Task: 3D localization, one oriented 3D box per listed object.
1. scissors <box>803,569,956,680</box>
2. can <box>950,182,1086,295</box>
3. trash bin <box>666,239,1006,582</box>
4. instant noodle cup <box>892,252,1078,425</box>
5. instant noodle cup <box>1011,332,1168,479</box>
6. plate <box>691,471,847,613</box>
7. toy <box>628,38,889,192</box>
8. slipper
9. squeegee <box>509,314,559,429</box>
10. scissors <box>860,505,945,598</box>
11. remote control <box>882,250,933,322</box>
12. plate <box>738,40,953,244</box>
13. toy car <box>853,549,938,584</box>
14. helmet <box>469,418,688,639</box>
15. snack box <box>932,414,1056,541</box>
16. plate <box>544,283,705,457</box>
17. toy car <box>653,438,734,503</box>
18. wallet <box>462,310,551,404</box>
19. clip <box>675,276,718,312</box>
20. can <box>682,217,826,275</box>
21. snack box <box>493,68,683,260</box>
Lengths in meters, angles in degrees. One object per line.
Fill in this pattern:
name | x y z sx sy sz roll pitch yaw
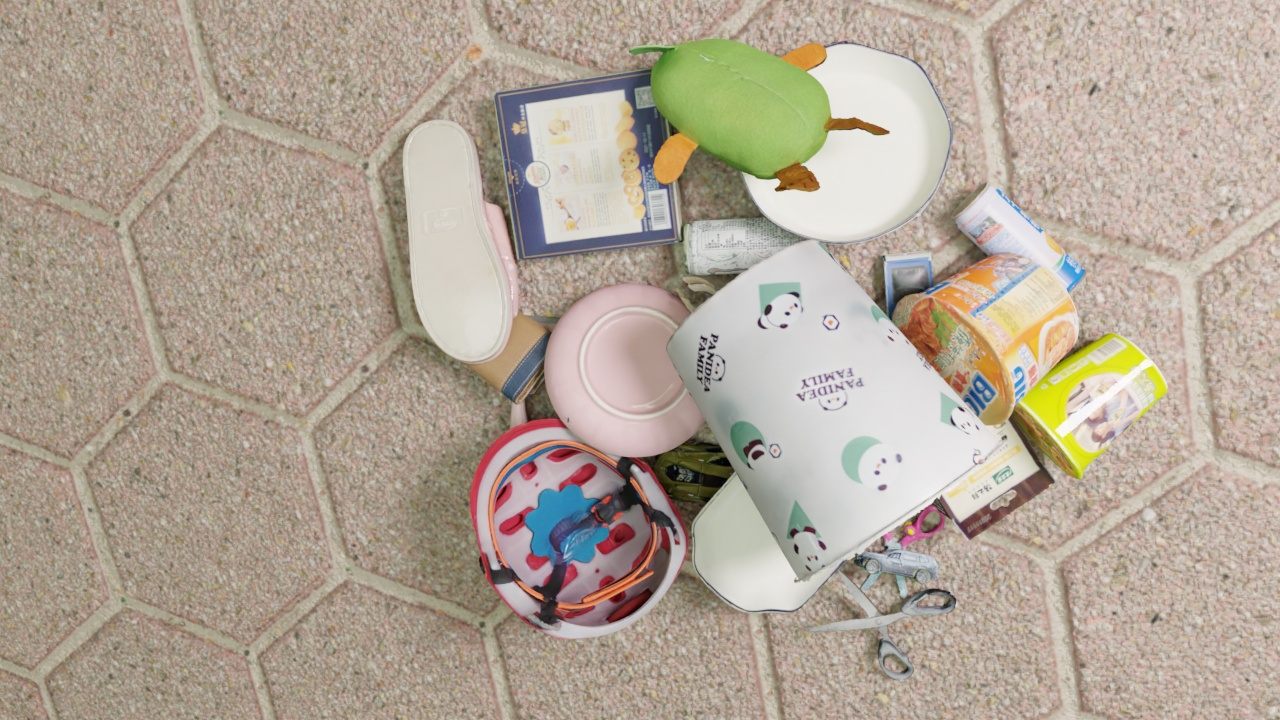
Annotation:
scissors | 0.271 0.289 1.026 0.159 0.014 0.178 -35 112 4
can | 0.379 -0.116 0.924 0.134 0.053 0.053 43 105 -1
trash bin | 0.168 0.040 0.863 0.230 0.229 0.252 -37 77 15
instant noodle cup | 0.340 -0.028 0.896 0.111 0.151 0.151 -33 95 -15
instant noodle cup | 0.452 0.039 0.923 0.123 0.111 0.111 -39 93 7
plate | 0.171 0.155 1.001 0.162 0.034 0.266 40 94 -8
toy | 0.103 -0.236 0.869 0.226 0.090 0.247 -39 61 -20
slipper | -0.201 -0.130 1.014 0.114 0.054 0.274 -13 86 7
squeegee | -0.138 0.071 1.060 0.248 0.040 0.250 4 103 8
scissors | 0.279 0.205 1.030 0.118 0.017 0.133 32 109 0
remote control | 0.285 -0.051 0.969 0.049 0.024 0.125 -5 102 10
plate | 0.200 -0.209 0.908 0.205 0.045 0.204 -3 78 16
toy car | 0.281 0.224 1.007 0.090 0.043 0.034 8 84 7
helmet | -0.078 0.185 1.016 0.206 0.144 0.240 -36 84 -14
snack box | 0.347 0.102 0.963 0.113 0.053 0.125 -34 98 0
plate | -0.006 0.006 0.977 0.192 0.039 0.192 1 78 -7
toy car | 0.093 0.131 1.033 0.158 0.042 0.070 6 103 6
wallet | -0.151 -0.015 1.021 0.115 0.033 0.090 34 79 16
clip | 0.084 -0.056 0.987 0.100 0.034 0.070 24 106 -23
can | 0.120 -0.121 0.964 0.147 0.058 0.058 -2 101 10
snack box | -0.053 -0.206 0.982 0.183 0.045 0.178 -5 101 11
